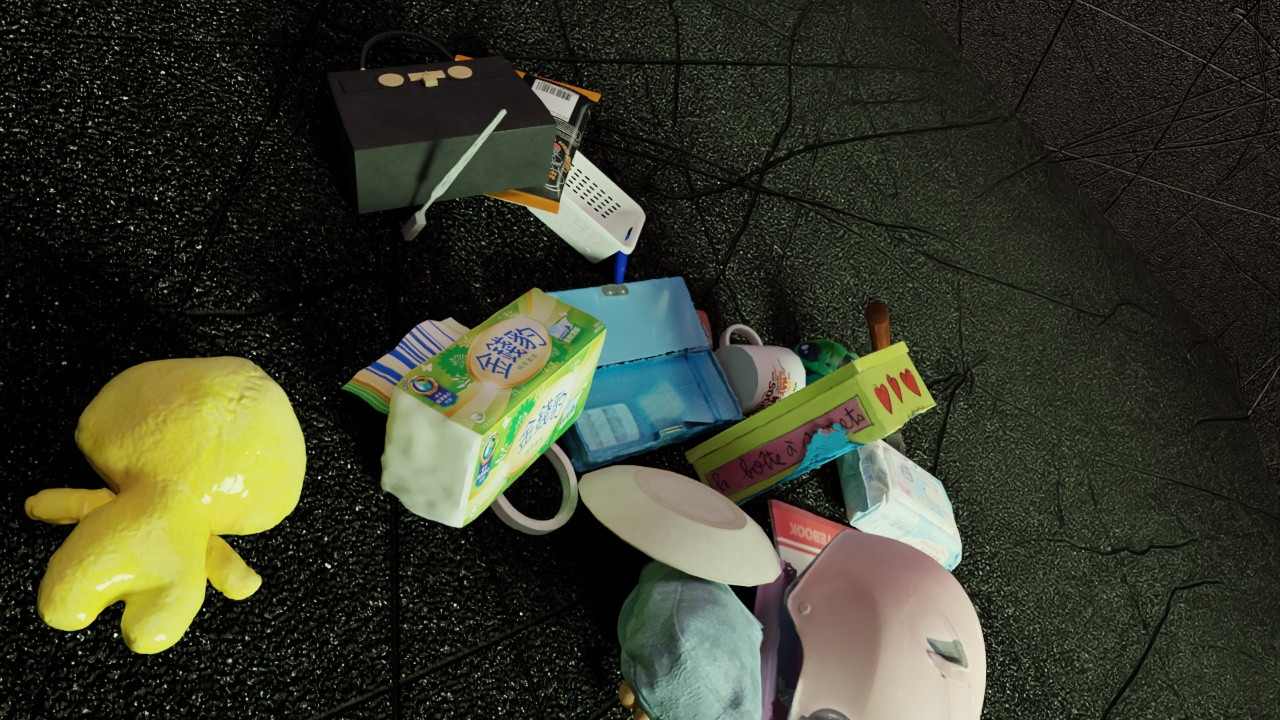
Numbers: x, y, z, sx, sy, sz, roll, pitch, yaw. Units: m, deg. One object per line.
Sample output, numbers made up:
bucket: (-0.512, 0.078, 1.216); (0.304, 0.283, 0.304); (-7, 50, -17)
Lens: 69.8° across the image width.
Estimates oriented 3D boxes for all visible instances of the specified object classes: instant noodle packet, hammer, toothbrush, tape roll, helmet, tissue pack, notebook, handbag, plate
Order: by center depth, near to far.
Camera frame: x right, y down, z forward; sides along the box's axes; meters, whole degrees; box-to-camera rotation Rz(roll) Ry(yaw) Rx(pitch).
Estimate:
handbag: (0.033, 0.233, 0.721); (0.122, 0.119, 0.191); (51, 13, -6)
tissue pack: (-0.139, 0.018, 0.727); (0.141, 0.120, 0.197); (28, 30, 13)
toothbrush: (-0.156, -0.149, 0.760); (0.010, 0.182, 0.010); (-1, 66, -41)
tape roll: (-0.093, 0.102, 0.776); (0.093, 0.013, 0.092); (27, 45, -31)
plate: (0.038, 0.130, 0.792); (0.188, 0.027, 0.188); (22, 11, -5)
helmet: (0.224, 0.283, 0.816); (0.229, 0.153, 0.255); (16, 76, -65)
handbag: (-0.197, -0.242, 0.844); (0.175, 0.072, 0.195); (-14, 59, -23)
instant noodle packet: (-0.139, -0.235, 0.926); (0.160, 0.032, 0.220); (15, 47, -3)
toothbrush: (-0.027, -0.079, 0.980); (0.018, 0.016, 0.182); (26, 46, -24)
handbag: (0.025, -0.036, 0.998); (0.119, 0.029, 0.055); (7, 63, -37)
notebook: (0.221, 0.244, 1.003); (0.208, 0.012, 0.152); (23, 47, -35)
hammer: (0.293, 0.029, 1.097); (0.301, 0.028, 0.111); (63, 15, -53)
tissue pack: (0.314, 0.172, 1.099); (0.181, 0.070, 0.111); (31, 35, -27)

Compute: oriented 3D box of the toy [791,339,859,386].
toy: (0.217, 0.031, 1.114); (0.131, 0.073, 0.192); (18, 40, 9)

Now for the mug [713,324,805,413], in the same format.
mug: (0.123, 0.007, 1.025); (0.089, 0.074, 0.105); (1, 63, -46)

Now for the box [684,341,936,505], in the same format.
box: (0.166, 0.067, 0.908); (0.124, 0.222, 0.081); (-18, 76, -49)

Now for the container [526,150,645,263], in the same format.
container: (-0.063, -0.163, 0.976); (0.129, 0.050, 0.080); (39, 40, -19)

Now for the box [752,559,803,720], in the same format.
box: (0.138, 0.316, 0.825); (0.159, 0.035, 0.229); (51, 39, -39)

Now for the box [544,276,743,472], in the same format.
box: (-0.005, 0.005, 0.912); (0.231, 0.034, 0.174); (-10, 73, -45)

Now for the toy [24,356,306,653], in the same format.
toy: (-0.272, 0.072, 0.547); (0.133, 0.092, 0.207); (31, 46, -23)
